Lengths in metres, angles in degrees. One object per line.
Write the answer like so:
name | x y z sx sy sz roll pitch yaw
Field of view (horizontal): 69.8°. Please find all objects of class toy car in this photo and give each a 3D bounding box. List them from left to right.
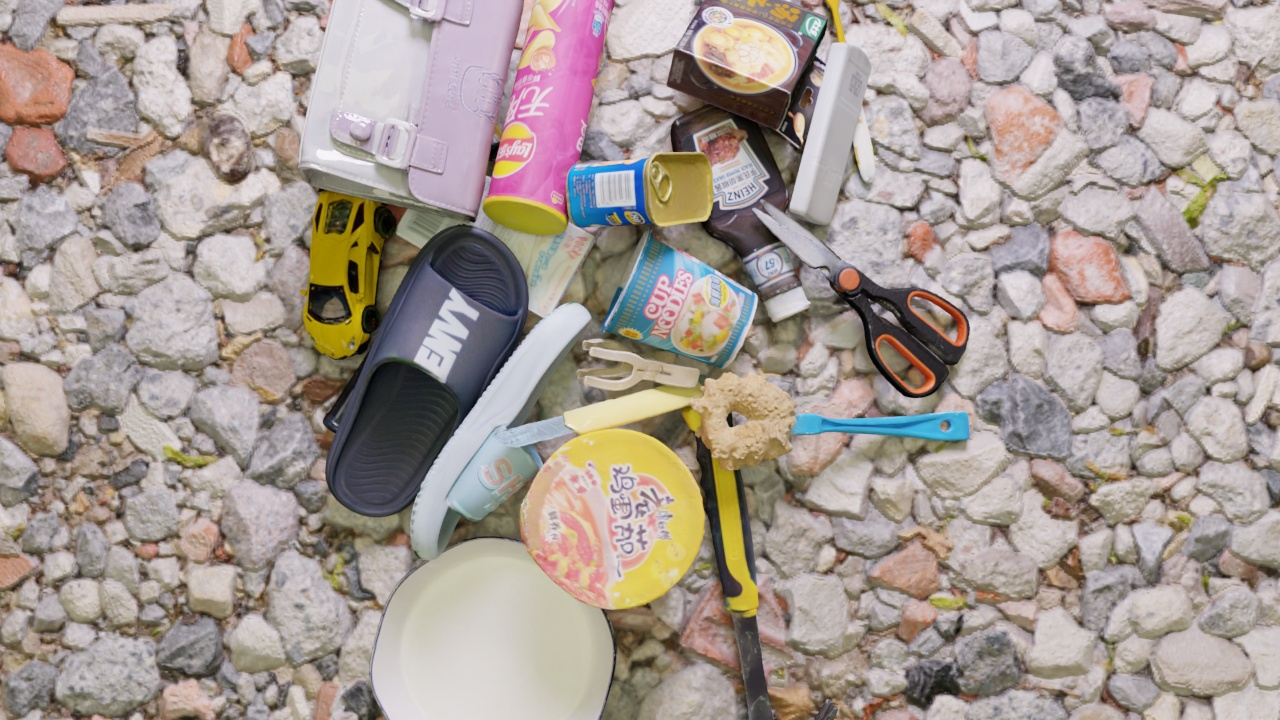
toy car | -0.255 -0.077 0.790 0.071 0.041 0.156 7 90 24

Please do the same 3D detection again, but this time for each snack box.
snack box | -0.127 -0.109 0.807 0.157 0.027 0.084 30 88 1
snack box | 0.101 -0.256 0.779 0.126 0.053 0.113 23 58 6

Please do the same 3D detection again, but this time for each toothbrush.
toothbrush | -0.206 -0.027 0.792 0.027 0.026 0.213 35 95 -5
toothbrush | 0.185 -0.251 0.818 0.016 0.018 0.191 -12 90 2

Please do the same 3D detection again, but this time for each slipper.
slipper | -0.174 0.021 0.755 0.110 0.083 0.268 26 98 -19
slipper | -0.106 0.062 0.766 0.074 0.104 0.245 33 82 0

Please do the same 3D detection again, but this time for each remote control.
remote control | 0.162 -0.192 0.785 0.021 0.058 0.150 17 96 33

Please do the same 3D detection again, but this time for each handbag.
handbag | -0.180 -0.222 0.734 0.145 0.098 0.197 12 88 -19

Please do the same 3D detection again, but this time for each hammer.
hammer | 0.088 0.195 0.792 0.126 0.032 0.323 -9 87 0

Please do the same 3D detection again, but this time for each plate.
plate | -0.124 0.252 0.784 0.205 0.045 0.205 0 88 -1

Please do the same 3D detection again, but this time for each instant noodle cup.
instant noodle cup | -0.020 0.123 0.756 0.138 0.110 0.138 0 88 0
instant noodle cup | 0.036 -0.047 0.775 0.110 0.099 0.099 23 88 -6

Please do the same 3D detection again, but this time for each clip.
clip | -0.003 0.006 0.771 0.100 0.071 0.035 5 107 -29

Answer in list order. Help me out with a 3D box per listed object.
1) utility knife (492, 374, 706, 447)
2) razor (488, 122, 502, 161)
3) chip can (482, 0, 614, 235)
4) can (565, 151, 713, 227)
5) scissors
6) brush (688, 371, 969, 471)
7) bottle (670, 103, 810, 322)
utility knife | -0.023 0.040 0.750 0.210 0.022 0.031 -10 47 -37
razor | -0.178 -0.242 0.805 0.167 0.062 0.067 46 57 -3
chip can | -0.076 -0.217 0.774 0.071 0.071 0.210 11 79 1
can | 0.000 -0.139 0.754 0.083 0.101 0.057 3 103 33
scissors | 0.194 -0.071 0.790 0.141 0.022 0.235 -32 95 -12
brush | 0.163 0.054 0.781 0.254 0.046 0.083 2 79 -13
bottle | 0.093 -0.128 0.799 0.080 0.044 0.195 -23 89 -2
